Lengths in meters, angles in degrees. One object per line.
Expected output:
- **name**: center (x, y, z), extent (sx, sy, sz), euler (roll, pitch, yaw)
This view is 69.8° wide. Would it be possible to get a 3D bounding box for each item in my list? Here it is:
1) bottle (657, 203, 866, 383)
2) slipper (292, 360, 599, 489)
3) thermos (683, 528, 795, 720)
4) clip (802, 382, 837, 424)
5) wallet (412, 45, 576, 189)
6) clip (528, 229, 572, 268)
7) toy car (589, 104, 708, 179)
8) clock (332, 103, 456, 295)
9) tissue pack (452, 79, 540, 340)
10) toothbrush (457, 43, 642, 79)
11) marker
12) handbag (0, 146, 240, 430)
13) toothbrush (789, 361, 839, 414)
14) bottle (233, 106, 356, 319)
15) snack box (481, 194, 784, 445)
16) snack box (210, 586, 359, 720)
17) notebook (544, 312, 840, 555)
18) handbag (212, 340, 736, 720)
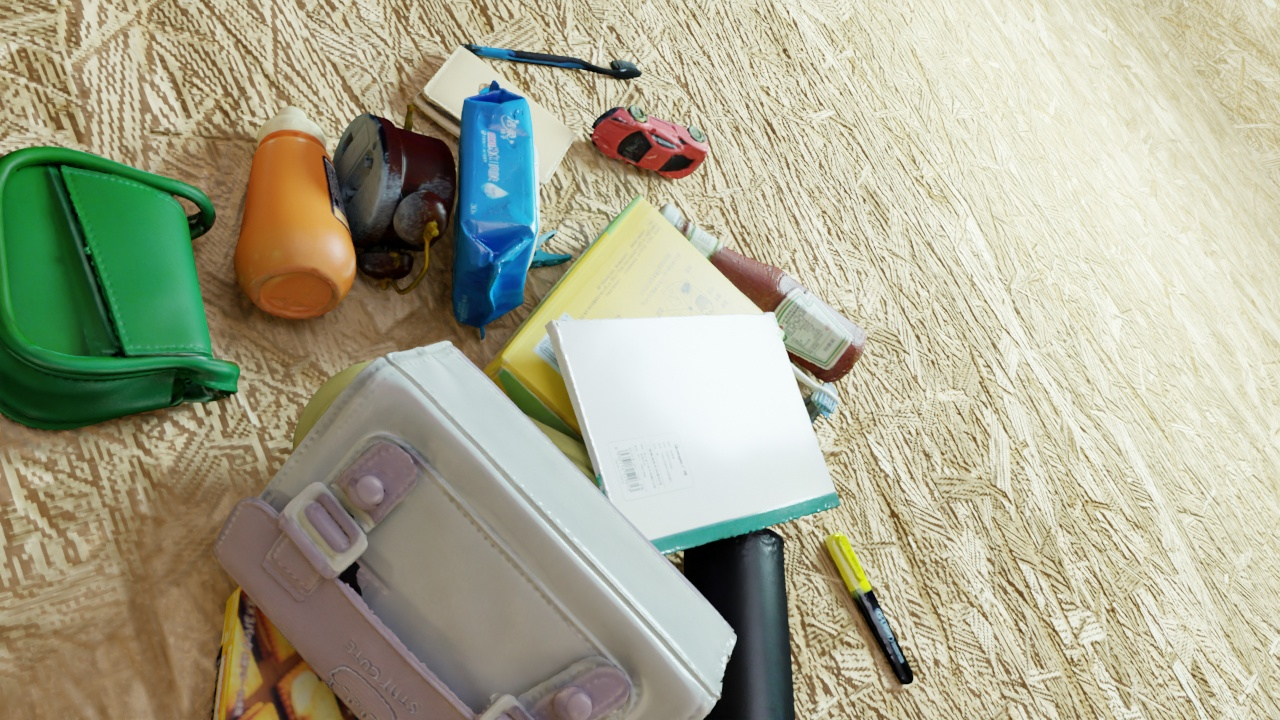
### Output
- **bottle**: center (0.094, -0.058, 0.764), extent (0.206, 0.060, 0.059), euler (35, 48, -10)
- **slipper**: center (-0.092, 0.064, 0.502), extent (0.190, 0.081, 0.091), euler (23, 92, -17)
- **thermos**: center (0.051, 0.224, 0.555), extent (0.090, 0.069, 0.242), euler (8, 57, -11)
- **clip**: center (0.152, 0.034, 0.780), extent (0.027, 0.045, 0.058), euler (52, 40, 2)
- **wallet**: center (-0.110, -0.185, 0.708), extent (0.115, 0.024, 0.087), euler (36, 49, -16)
- **clip**: center (-0.076, -0.079, 0.676), extent (0.055, 0.014, 0.039), euler (-26, 81, -43)
- **toy car**: center (0.007, -0.183, 0.778), extent (0.106, 0.049, 0.031), euler (12, 56, -34)
- **clock**: center (-0.156, -0.099, 0.580), extent (0.055, 0.082, 0.121), euler (6, 58, -42)
- **tissue pack**: center (-0.097, -0.099, 0.612), extent (0.052, 0.095, 0.157), euler (3, 61, -14)
- **toothbrush**: center (-0.073, -0.258, 0.787), extent (0.189, 0.014, 0.016), euler (-7, 67, -39)
- **marker**: center (0.177, 0.190, 0.705), extent (0.018, 0.015, 0.124), euler (-18, 77, -39)
- **handbag**: center (-0.272, -0.034, 0.467), extent (0.120, 0.068, 0.131), euler (2, 61, -45)
- **toothbrush**: center (0.074, -0.031, 0.738), extent (0.221, 0.027, 0.026), euler (39, 59, -5)
- **bottle**: center (-0.210, -0.098, 0.556), extent (0.066, 0.067, 0.149), euler (9, 51, -33)
- **snack box**: center (-0.004, 0.004, 0.641), extent (0.157, 0.070, 0.209), euler (43, 46, -9)
- **snack box**: center (-0.139, 0.164, 0.466), extent (0.140, 0.034, 0.086), euler (15, 55, -32)
- **notebook**: center (0.043, 0.039, 0.590), extent (0.208, 0.012, 0.150), euler (-4, 70, -44)
- **handbag**: center (-0.078, 0.109, 0.409), extent (0.197, 0.145, 0.098), euler (45, 18, 5)
